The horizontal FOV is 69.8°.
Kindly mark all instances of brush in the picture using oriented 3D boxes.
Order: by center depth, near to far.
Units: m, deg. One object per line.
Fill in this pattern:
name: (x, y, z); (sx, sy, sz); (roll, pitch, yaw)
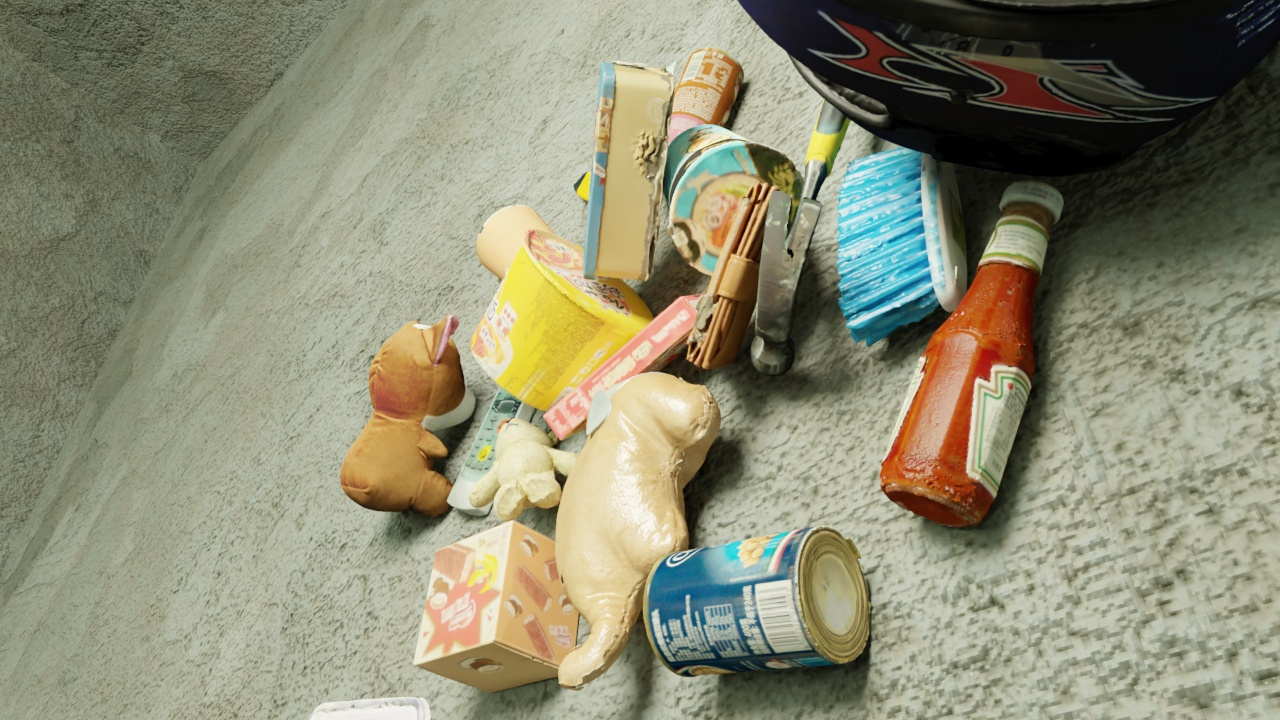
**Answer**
brush: (0.198, -0.149, 0.644); (0.110, 0.060, 0.313); (-18, 46, 33)

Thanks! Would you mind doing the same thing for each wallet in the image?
wallet: (0.071, -0.059, 0.653); (0.031, 0.107, 0.132); (21, 98, 12)

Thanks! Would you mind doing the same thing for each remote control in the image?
remote control: (-0.139, 0.081, 0.871); (0.056, 0.019, 0.135); (2, 63, 50)

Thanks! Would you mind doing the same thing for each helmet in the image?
helmet: (0.188, -0.229, 0.510); (0.240, 0.315, 0.247); (64, -149, -83)

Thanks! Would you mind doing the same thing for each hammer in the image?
hammer: (0.133, -0.152, 0.655); (0.032, 0.126, 0.322); (14, 59, 13)

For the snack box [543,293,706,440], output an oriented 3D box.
snack box: (-0.004, 0.004, 0.733); (0.153, 0.075, 0.025); (-41, 81, 19)

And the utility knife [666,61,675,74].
utility knife: (-0.002, -0.186, 0.899); (0.034, 0.018, 0.236); (6, 77, 54)

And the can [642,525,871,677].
can: (0.067, 0.140, 0.529); (0.111, 0.075, 0.075); (-20, 47, 39)

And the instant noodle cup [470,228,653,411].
instant noodle cup: (-0.073, -0.029, 0.797); (0.110, 0.138, 0.138); (-52, 34, 19)

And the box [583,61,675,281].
box: (-0.013, -0.148, 0.753); (0.089, 0.061, 0.184); (-98, 16, -69)

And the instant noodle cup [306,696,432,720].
instant noodle cup: (-0.209, 0.337, 0.706); (0.174, 0.060, 0.137); (-19, 48, 38)

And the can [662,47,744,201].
can: (0.050, -0.224, 0.870); (0.058, 0.058, 0.147); (-1, 61, 49)

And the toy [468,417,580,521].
toy: (-0.095, 0.090, 0.749); (0.105, 0.066, 0.157); (-23, 13, -3)

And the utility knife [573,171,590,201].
utility knife: (-0.027, -0.173, 0.956); (0.164, 0.015, 0.033); (31, 94, 54)

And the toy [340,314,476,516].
toy: (-0.222, 0.054, 0.913); (0.140, 0.130, 0.199); (-3, 80, 47)

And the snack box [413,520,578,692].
snack box: (-0.105, 0.187, 0.692); (0.093, 0.077, 0.094); (-26, 44, 35)

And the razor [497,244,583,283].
razor: (-0.108, -0.110, 0.993); (0.133, 0.028, 0.043); (-5, 54, 46)

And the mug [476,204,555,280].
mug: (-0.100, -0.092, 0.907); (0.078, 0.078, 0.123); (-50, 51, 6)

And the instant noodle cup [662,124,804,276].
instant noodle cup: (0.063, -0.140, 0.750); (0.111, 0.111, 0.120); (-45, 28, 13)

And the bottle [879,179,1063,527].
bottle: (0.194, -0.010, 0.520); (0.060, 0.059, 0.205); (4, 64, 51)

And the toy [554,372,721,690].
toy: (-0.014, 0.116, 0.641); (0.144, 0.082, 0.225); (-24, 45, 62)
